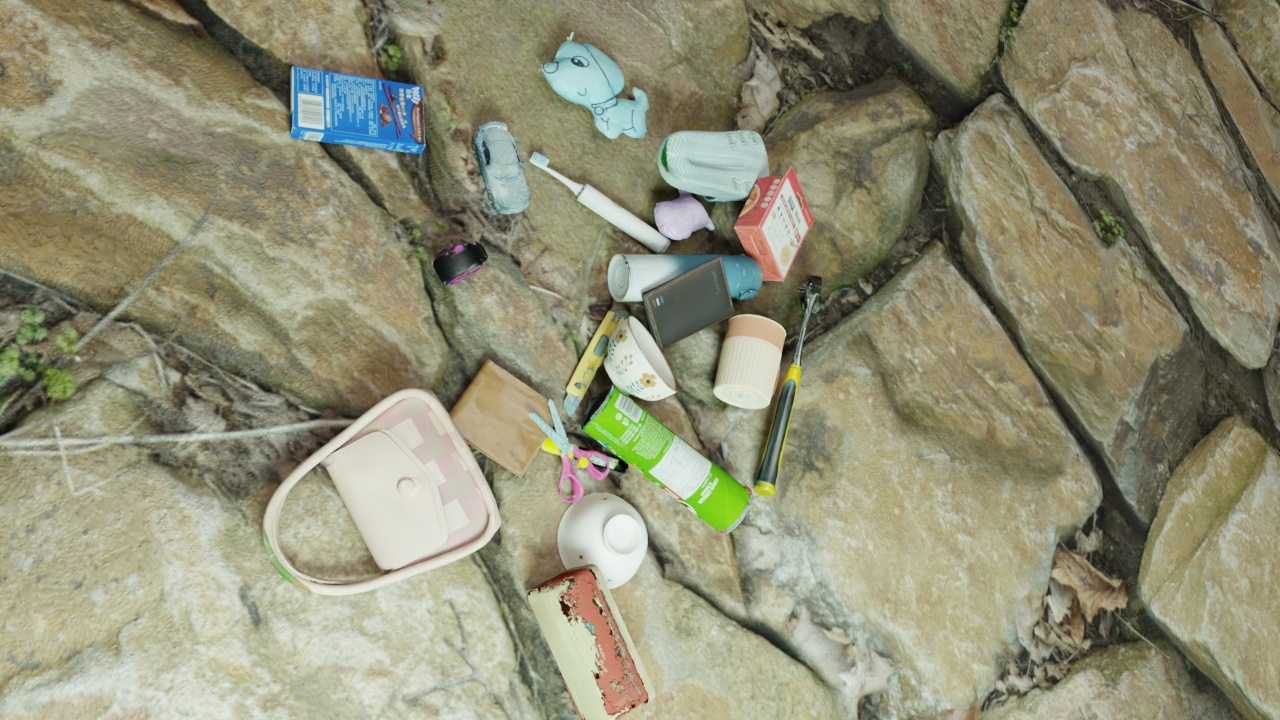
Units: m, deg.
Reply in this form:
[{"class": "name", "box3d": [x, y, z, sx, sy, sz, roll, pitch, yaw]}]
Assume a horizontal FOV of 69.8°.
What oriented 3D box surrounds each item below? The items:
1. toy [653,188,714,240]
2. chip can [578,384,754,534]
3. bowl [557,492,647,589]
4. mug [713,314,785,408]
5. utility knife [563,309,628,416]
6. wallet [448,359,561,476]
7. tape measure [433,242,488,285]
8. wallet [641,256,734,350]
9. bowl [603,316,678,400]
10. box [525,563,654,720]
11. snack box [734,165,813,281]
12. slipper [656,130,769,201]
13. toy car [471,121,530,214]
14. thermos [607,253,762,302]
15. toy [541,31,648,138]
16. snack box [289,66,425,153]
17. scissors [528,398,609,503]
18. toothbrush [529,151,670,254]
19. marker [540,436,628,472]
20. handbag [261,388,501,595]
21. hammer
[{"class": "toy", "box3d": [0.057, -0.205, 1.287, 0.084, 0.039, 0.107, 54, 42, 0]}, {"class": "chip can", "box3d": [0.033, 0.125, 1.161, 0.236, 0.072, 0.072, 38, 61, -12]}, {"class": "bowl", "box3d": [-0.034, 0.214, 1.104, 0.118, 0.065, 0.118, 8, 72, -26]}, {"class": "mug", "box3d": [0.156, 0.010, 1.264, 0.114, 0.082, 0.105, 40, 58, -46]}, {"class": "utility knife", "box3d": [-0.060, -0.001, 1.188, 0.031, 0.019, 0.172, 31, 67, -9]}, {"class": "wallet", "box3d": [-0.164, 0.069, 1.100, 0.115, 0.020, 0.101, 33, 63, -6]}, {"class": "tape measure", "box3d": [-0.222, -0.119, 1.112, 0.057, 0.057, 0.039, -34, 95, -47]}, {"class": "wallet", "box3d": [0.064, -0.076, 1.223, 0.122, 0.020, 0.096, -27, 129, -14]}, {"class": "bowl", "box3d": [-0.007, 0.007, 1.170, 0.062, 0.113, 0.113, -33, 92, 10]}, {"class": "box", "box3d": [-0.064, 0.325, 1.038, 0.079, 0.092, 0.168, -23, 86, -34]}, {"class": "snack box", "box3d": [0.195, -0.198, 1.331, 0.126, 0.044, 0.113, -61, 138, -28]}, {"class": "slipper", "box3d": [0.103, -0.276, 1.316, 0.244, 0.074, 0.104, -8, 88, -46]}, {"class": "toy car", "box3d": [-0.179, -0.249, 1.187, 0.054, 0.037, 0.120, -14, 85, -30]}, {"class": "thermos", "box3d": [0.066, -0.113, 1.254, 0.220, 0.070, 0.070, -3, 76, -28]}, {"class": "toy", "box3d": [-0.060, -0.382, 1.281, 0.161, 0.050, 0.156, -14, 84, -35]}, {"class": "snack box", "box3d": [-0.345, -0.305, 1.122, 0.157, 0.026, 0.084, 2, 74, -27]}, {"class": "scissors", "box3d": [-0.096, 0.113, 1.110, 0.137, 0.017, 0.096, 46, 67, -24]}, {"class": "toothbrush", "box3d": [-0.055, -0.213, 1.245, 0.221, 0.027, 0.026, 32, 92, -15]}, {"class": "marker", "box3d": [-0.069, 0.119, 1.145, 0.124, 0.015, 0.018, 20, 71, -24]}, {"class": "handbag", "box3d": [-0.287, 0.155, 0.989, 0.233, 0.094, 0.193, -28, 88, -24]}, {"class": "hammer", "box3d": [0.207, 0.029, 1.272, 0.032, 0.126, 0.322, 12, 73, 13]}]
